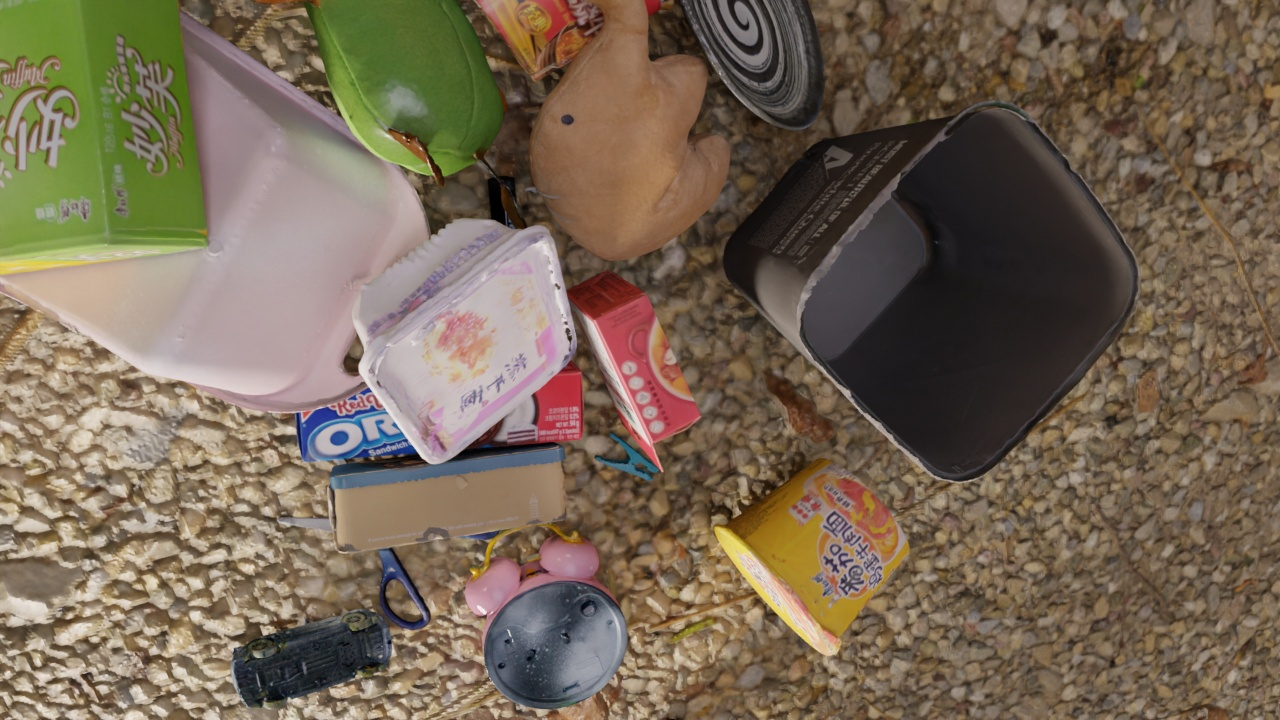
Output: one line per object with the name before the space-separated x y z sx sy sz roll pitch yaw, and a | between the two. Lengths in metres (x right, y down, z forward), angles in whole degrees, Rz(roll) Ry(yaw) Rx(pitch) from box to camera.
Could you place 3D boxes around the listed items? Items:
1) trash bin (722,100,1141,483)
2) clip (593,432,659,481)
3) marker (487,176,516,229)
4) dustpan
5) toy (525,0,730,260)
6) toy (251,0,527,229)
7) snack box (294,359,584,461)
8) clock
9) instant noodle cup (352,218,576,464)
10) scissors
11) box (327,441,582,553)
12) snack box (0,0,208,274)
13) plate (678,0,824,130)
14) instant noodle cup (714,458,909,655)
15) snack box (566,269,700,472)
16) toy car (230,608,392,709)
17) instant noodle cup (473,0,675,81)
trash bin | 0.182 -0.063 0.664 0.198 0.220 0.199 42 92 -22
clip | -0.009 0.082 0.762 0.055 0.013 0.038 29 96 -21
marker | -0.101 -0.072 0.693 0.022 0.020 0.132 3 107 14
dustpan | -0.284 -0.088 0.612 0.273 0.138 0.223 36 97 20
toy | -0.014 -0.151 0.611 0.143 0.082 0.226 -44 151 -6
toy | -0.148 -0.189 0.568 0.090 0.226 0.246 -31 73 19
snack box | -0.149 0.035 0.689 0.207 0.058 0.057 -3 103 -13
clock | -0.078 0.204 0.753 0.117 0.060 0.158 -19 110 -8
instant noodle cup | -0.115 -0.019 0.592 0.137 0.174 0.060 -40 70 -15
scissors | -0.195 0.142 0.730 0.176 0.012 0.162 -5 105 -11
box | -0.136 0.097 0.686 0.184 0.090 0.059 -8 93 -19
snack box | -0.357 -0.132 0.517 0.210 0.070 0.157 -3 95 20
plate | 0.072 -0.242 0.640 0.179 0.024 0.179 21 61 -45
instant noodle cup | 0.147 0.157 0.766 0.109 0.138 0.138 -39 111 -11
snack box | -0.004 0.004 0.689 0.044 0.113 0.127 -27 110 -8
toy car | -0.259 0.233 0.726 0.120 0.037 0.054 -11 107 -22
instant noodle cup | -0.060 -0.260 0.599 0.108 0.137 0.138 -35 111 5
